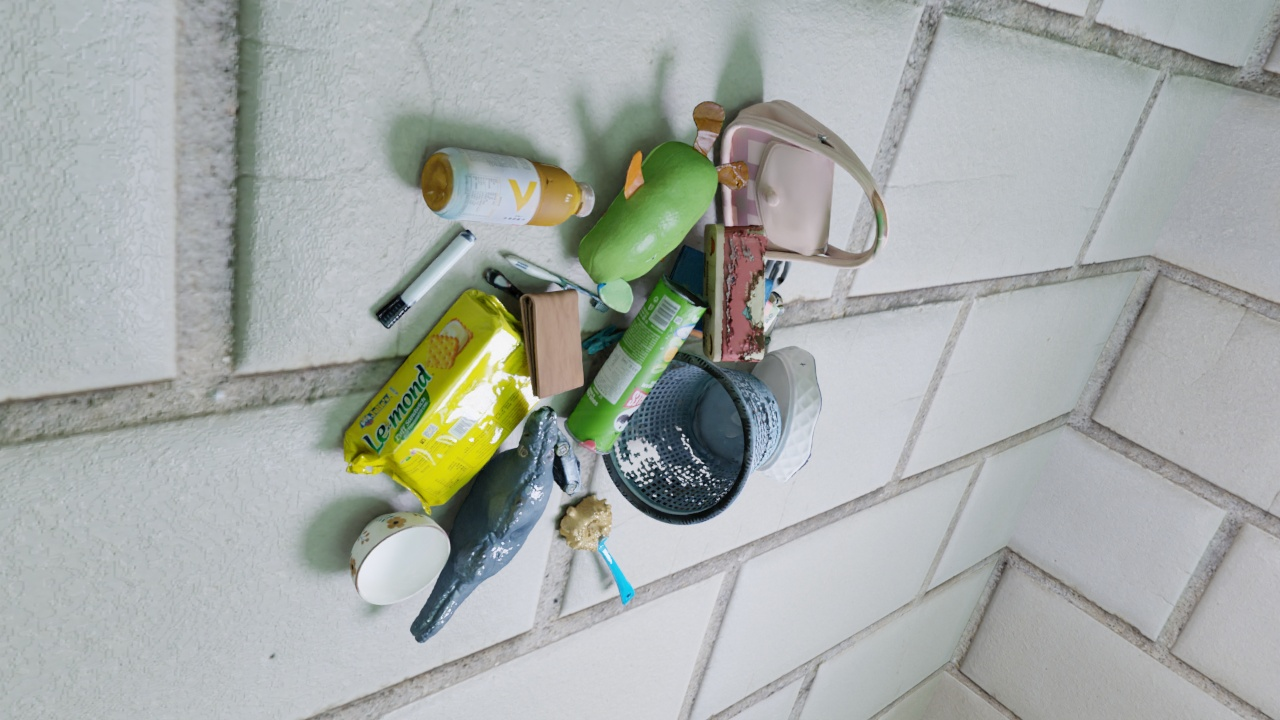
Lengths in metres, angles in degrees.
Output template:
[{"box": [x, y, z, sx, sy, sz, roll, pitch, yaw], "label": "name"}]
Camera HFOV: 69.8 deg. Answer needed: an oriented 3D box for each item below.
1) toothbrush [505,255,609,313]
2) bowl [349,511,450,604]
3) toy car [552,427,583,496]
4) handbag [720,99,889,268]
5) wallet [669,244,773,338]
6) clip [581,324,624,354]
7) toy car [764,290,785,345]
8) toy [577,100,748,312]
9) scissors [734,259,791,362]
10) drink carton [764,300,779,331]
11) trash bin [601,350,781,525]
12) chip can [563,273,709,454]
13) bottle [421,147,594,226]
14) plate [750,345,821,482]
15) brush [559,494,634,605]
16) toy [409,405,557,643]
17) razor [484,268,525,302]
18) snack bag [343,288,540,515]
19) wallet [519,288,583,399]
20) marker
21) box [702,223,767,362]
[{"box": [-0.092, -0.087, 1.064, 0.018, 0.016, 0.191, -52, 144, 13], "label": "toothbrush"}, {"box": [-0.281, 0.214, 1.044, 0.113, 0.062, 0.114, -24, 136, -26], "label": "bowl"}, {"box": [-0.102, 0.124, 1.177, 0.036, 0.054, 0.121, -33, 136, -22], "label": "toy car"}, {"box": [0.207, -0.197, 1.121, 0.093, 0.234, 0.194, -33, 137, -29], "label": "handbag"}, {"box": [0.096, -0.079, 1.199, 0.133, 0.040, 0.106, 20, 100, -11], "label": "wallet"}, {"box": [-0.048, -0.026, 1.152, 0.056, 0.041, 0.014, -28, 136, -24], "label": "clip"}, {"box": [0.179, -0.060, 1.350, 0.035, 0.042, 0.090, 11, 113, -36], "label": "toy car"}, {"box": [0.020, -0.177, 1.058, 0.246, 0.090, 0.227, -46, 154, -7], "label": "toy"}, {"box": [0.166, -0.079, 1.258, 0.144, 0.014, 0.172, -20, 116, -44], "label": "scissors"}, {"box": [0.138, -0.081, 1.283, 0.122, 0.053, 0.045, 22, 100, -51], "label": "drink carton"}, {"box": [0.088, 0.094, 1.253, 0.194, 0.227, 0.227, -8, 123, -59], "label": "trash bin"}, {"box": [-0.007, 0.007, 1.144, 0.072, 0.072, 0.236, 11, 118, -50], "label": "chip can"}, {"box": [-0.126, -0.170, 0.922, 0.189, 0.068, 0.068, -3, 119, -46], "label": "bottle"}, {"box": [0.203, 0.077, 1.372, 0.045, 0.204, 0.205, 10, 113, -16], "label": "plate"}, {"box": [-0.051, 0.288, 1.354, 0.083, 0.046, 0.255, -42, 135, -22], "label": "brush"}, {"box": [-0.172, 0.184, 1.094, 0.357, 0.091, 0.137, -58, 176, 23], "label": "toy"}, {"box": [-0.127, -0.067, 1.036, 0.042, 0.022, 0.142, -56, 142, -3], "label": "razor"}, {"box": [-0.198, 0.049, 1.009, 0.246, 0.068, 0.158, -50, 142, -5], "label": "snack bag"}, {"box": [-0.095, -0.021, 1.022, 0.101, 0.020, 0.115, -16, 103, -63], "label": "wallet"}, {"box": [-0.217, -0.084, 0.931, 0.130, 0.018, 0.022, -48, 133, -9], "label": "marker"}, {"box": [0.123, -0.085, 1.138, 0.079, 0.091, 0.168, -1, 99, -6], "label": "box"}]
